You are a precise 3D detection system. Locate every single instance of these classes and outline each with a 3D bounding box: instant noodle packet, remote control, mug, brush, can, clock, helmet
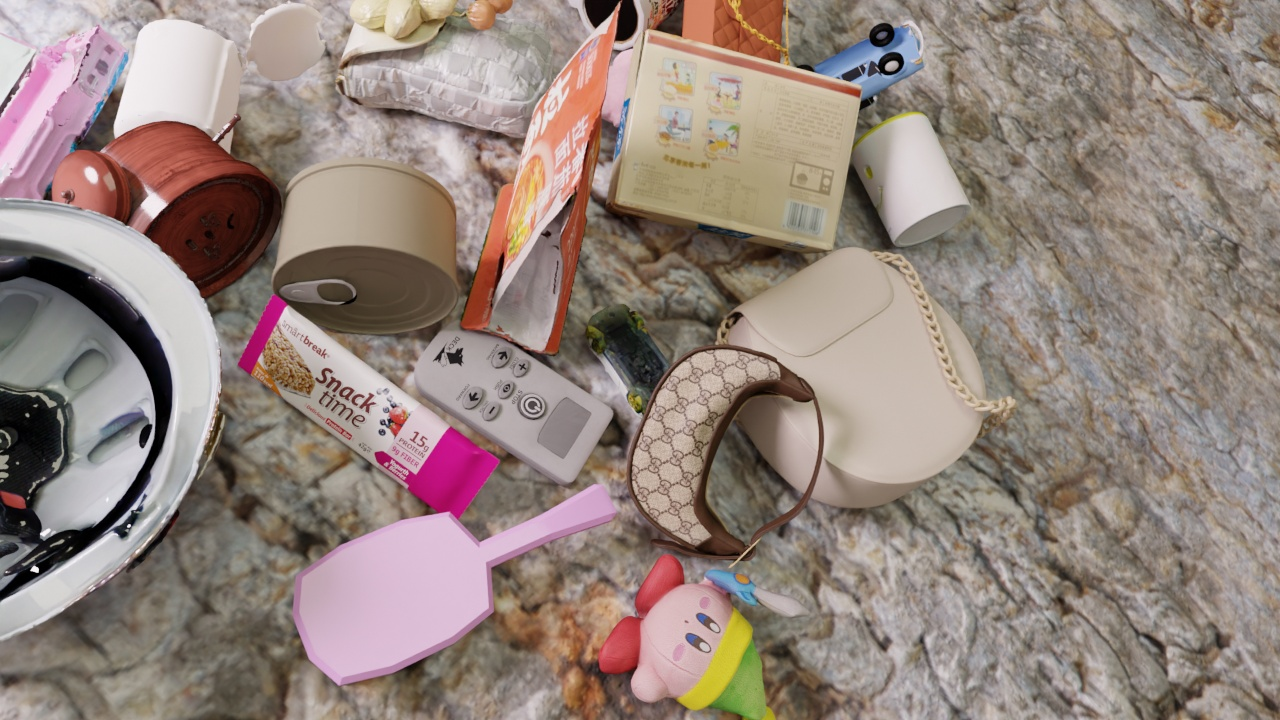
[{"bbox_3d":[-0.056,-0.131,0.679,0.084,0.222,0.164,18,55,-13],"label":"instant noodle packet"},{"bbox_3d":[-0.100,0.029,0.715,0.151,0.019,0.074,33,60,-3],"label":"remote control"},{"bbox_3d":[-0.018,-0.359,0.893,0.105,0.074,0.089,18,49,27],"label":"mug"},{"bbox_3d":[-0.122,0.144,0.640,0.228,0.043,0.089,-20,75,-27],"label":"brush"},{"bbox_3d":[-0.197,-0.080,0.667,0.127,0.128,0.073,4,63,-18],"label":"can"},{"bbox_3d":[-0.333,-0.099,0.632,0.072,0.121,0.157,42,51,11],"label":"clock"},{"bbox_3d":[-0.381,0.040,0.524,0.236,0.164,0.263,46,57,-13],"label":"helmet"},{"bbox_3d":[0.265,-0.177,0.906,0.082,0.083,0.106,-13,73,-25],"label":"mug"}]

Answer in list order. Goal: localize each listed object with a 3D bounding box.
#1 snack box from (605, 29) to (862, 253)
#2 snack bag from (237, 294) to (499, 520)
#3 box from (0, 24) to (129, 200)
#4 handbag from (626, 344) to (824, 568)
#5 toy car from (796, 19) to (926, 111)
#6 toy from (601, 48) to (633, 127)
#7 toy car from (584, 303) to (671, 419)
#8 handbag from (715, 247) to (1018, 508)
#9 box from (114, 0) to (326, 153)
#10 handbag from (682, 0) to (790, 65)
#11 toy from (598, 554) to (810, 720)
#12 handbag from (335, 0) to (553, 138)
[{"bbox_3d":[0.082,-0.190,0.822,0.207,0.055,0.153,10,91,-13],"label":"snack box"},{"bbox_3d":[-0.196,0.037,0.653,0.196,0.070,0.016,37,24,-1],"label":"snack bag"},{"bbox_3d":[-0.469,-0.140,0.640,0.159,0.066,0.230,8,63,6],"label":"box"},{"bbox_3d":[0.065,0.074,0.694,0.138,0.063,0.166,23,90,7],"label":"handbag"},{"bbox_3d":[0.207,-0.276,0.905,0.054,0.154,0.056,38,38,-46],"label":"toy car"},{"bbox_3d":[-0.007,-0.250,0.857,0.093,0.050,0.102,-7,68,-24],"label":"toy"},{"bbox_3d":[-0.004,0.004,0.752,0.048,0.033,0.105,-31,84,-27],"label":"toy car"},{"bbox_3d":[0.186,0.012,0.779,0.210,0.104,0.208,-30,75,-30],"label":"handbag"},{"bbox_3d":[-0.317,-0.210,0.705,0.143,0.083,0.136,-4,66,-2],"label":"box"},{"bbox_3d":[0.102,-0.338,0.892,0.108,0.060,0.172,6,86,-39],"label":"handbag"},{"bbox_3d":[0.050,0.210,0.664,0.131,0.097,0.123,27,52,14],"label":"toy"},{"bbox_3d":[-0.155,-0.265,0.769,0.171,0.124,0.112,13,57,-8],"label":"handbag"}]
